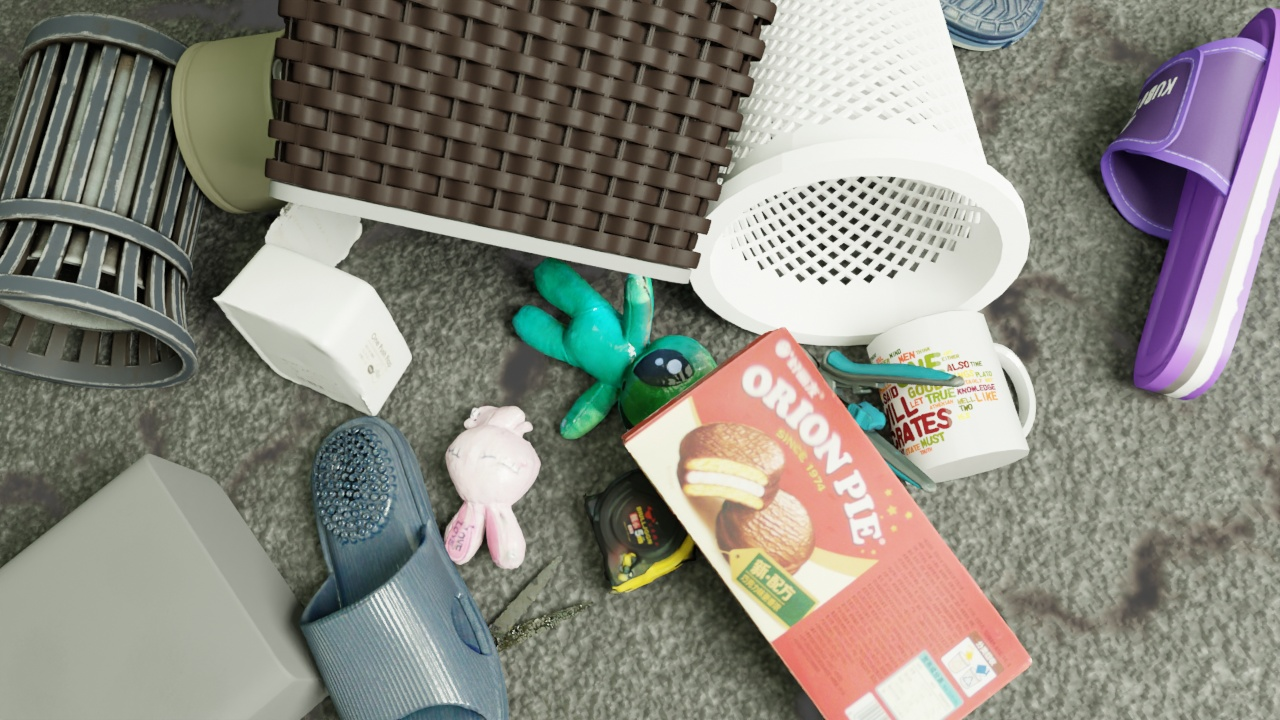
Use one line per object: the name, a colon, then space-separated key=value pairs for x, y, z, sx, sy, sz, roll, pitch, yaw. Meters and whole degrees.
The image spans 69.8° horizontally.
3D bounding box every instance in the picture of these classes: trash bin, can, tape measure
trash bin: x=-0.385 y=-0.114 z=0.655 sx=0.164 sy=0.164 sz=0.227 roll=-2 pitch=68 yaw=7
trash bin: x=0.131 y=-0.144 z=0.589 sx=0.195 sy=0.196 sz=0.199 roll=0 pitch=62 yaw=8
can: x=-0.271 y=-0.173 z=0.672 sx=0.073 sy=0.128 sz=0.127 roll=-4 pitch=71 yaw=8
tape measure: x=0.004 y=0.106 z=0.590 sx=0.072 sy=0.042 sz=0.071 roll=-22 pitch=70 yaw=5
trash bin: x=-0.335 y=0.203 z=0.575 sx=0.219 sy=0.098 sz=0.192 roll=-40 pitch=71 yaw=-8

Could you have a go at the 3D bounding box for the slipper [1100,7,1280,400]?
slipper: x=0.340 y=-0.113 z=0.586 sx=0.084 sy=0.107 sz=0.266 roll=18 pitch=80 yaw=13

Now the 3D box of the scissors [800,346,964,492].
scissors: x=0.138 y=0.023 z=0.563 sx=0.019 sy=0.125 sz=0.156 roll=0 pitch=54 yaw=-37

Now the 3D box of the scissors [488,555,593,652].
scissors: x=-0.116 y=0.192 z=0.592 sx=0.162 sy=0.012 sz=0.158 roll=12 pitch=76 yaw=11

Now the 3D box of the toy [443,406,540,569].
toy: x=-0.100 y=0.082 z=0.609 sx=0.064 sy=0.047 sz=0.110 roll=-3 pitch=76 yaw=19

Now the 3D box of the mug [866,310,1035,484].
mug: x=0.204 y=0.023 z=0.579 sx=0.105 sy=0.074 sz=0.089 roll=-4 pitch=69 yaw=-21

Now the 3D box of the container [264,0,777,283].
container: x=-0.069 y=-0.196 z=0.533 sx=0.245 sy=0.247 sz=0.244 roll=10 pitch=100 yaw=-14

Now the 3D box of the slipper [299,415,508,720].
slipper: x=-0.166 y=0.144 z=0.561 sx=0.101 sy=0.082 sz=0.263 roll=-32 pitch=61 yaw=10

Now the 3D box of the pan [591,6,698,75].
pan: x=-0.019 y=-0.273 z=0.729 sx=0.356 sy=0.021 sz=0.198 roll=-26 pitch=71 yaw=-1

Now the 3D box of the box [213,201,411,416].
box: x=-0.213 y=-0.056 z=0.644 sx=0.128 sy=0.109 sz=0.136 roll=22 pitch=62 yaw=16

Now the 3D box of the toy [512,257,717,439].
toy: x=-0.004 y=0.004 z=0.613 sx=0.193 sy=0.072 sz=0.131 roll=37 pitch=119 yaw=20

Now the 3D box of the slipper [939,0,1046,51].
slipper: x=0.179 y=-0.312 z=0.682 sx=0.253 sy=0.095 sz=0.105 roll=36 pitch=95 yaw=0

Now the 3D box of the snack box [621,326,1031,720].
snack box: x=0.102 y=0.107 z=0.531 sx=0.113 sy=0.060 sz=0.236 roll=-37 pitch=89 yaw=-3
